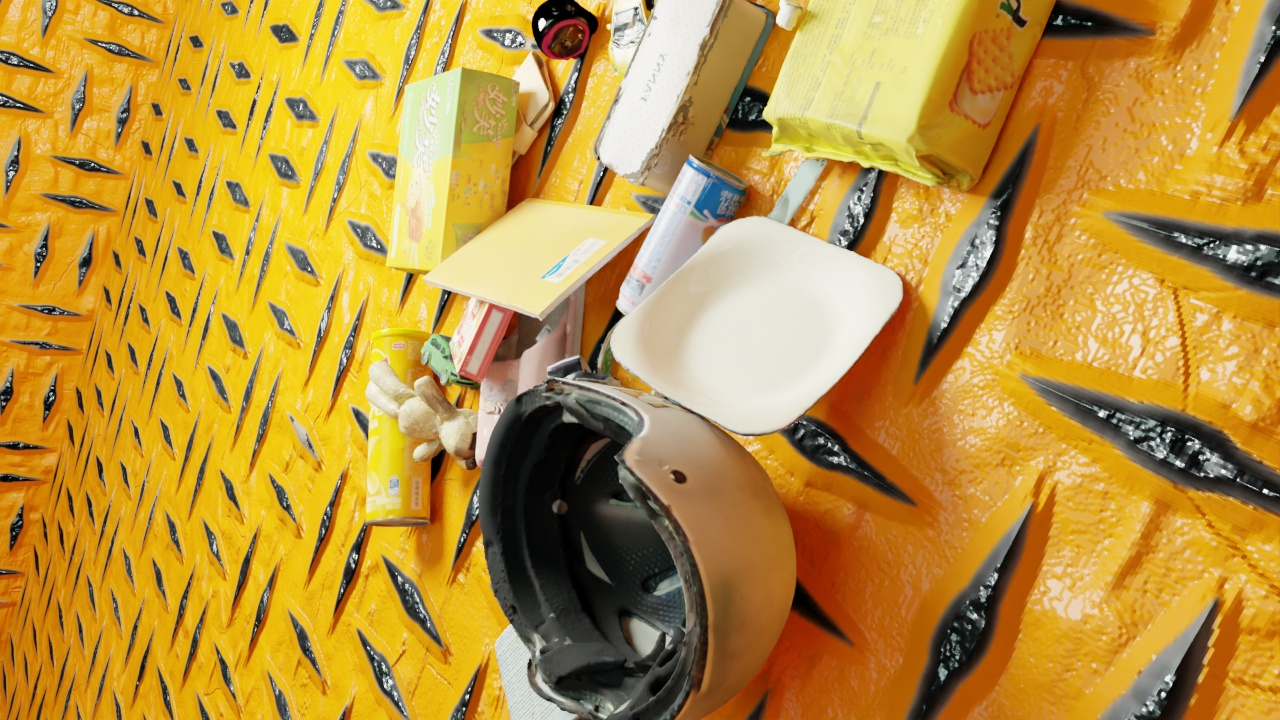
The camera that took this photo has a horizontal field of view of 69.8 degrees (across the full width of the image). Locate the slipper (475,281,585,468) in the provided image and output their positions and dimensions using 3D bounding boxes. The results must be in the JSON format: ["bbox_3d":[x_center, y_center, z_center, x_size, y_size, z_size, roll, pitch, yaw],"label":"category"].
[{"bbox_3d":[-0.108,0.013,0.860,0.114,0.054,0.274,4,83,49],"label":"slipper"}]

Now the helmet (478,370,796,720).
[{"bbox_3d":[0.006,0.124,0.631,0.274,0.156,0.230,16,104,60],"label":"helmet"}]

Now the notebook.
[{"bbox_3d":[-0.098,-0.101,0.841,0.145,0.010,0.206,-43,35,-24],"label":"notebook"}]

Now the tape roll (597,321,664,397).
[{"bbox_3d":[-0.005,0.005,0.777,0.086,0.013,0.085,-14,71,46],"label":"tape roll"}]

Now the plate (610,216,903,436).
[{"bbox_3d":[0.079,-0.021,0.628,0.164,0.034,0.164,-43,49,-18],"label":"plate"}]

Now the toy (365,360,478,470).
[{"bbox_3d":[-0.221,0.052,0.942,0.157,0.066,0.105,28,120,20],"label":"toy"}]

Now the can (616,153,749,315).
[{"bbox_3d":[0.032,-0.091,0.728,0.053,0.053,0.135,47,116,43],"label":"can"}]

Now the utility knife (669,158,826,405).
[{"bbox_3d":[0.076,-0.058,0.697,0.034,0.018,0.219,41,112,26],"label":"utility knife"}]

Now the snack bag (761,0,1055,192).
[{"bbox_3d":[0.178,-0.232,0.585,0.158,0.068,0.247,32,104,47],"label":"snack bag"}]

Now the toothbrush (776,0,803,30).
[{"bbox_3d":[0.095,-0.277,0.679,0.179,0.016,0.016,-96,23,-54],"label":"toothbrush"}]

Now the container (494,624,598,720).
[{"bbox_3d":[-0.053,0.248,0.723,0.090,0.090,0.111,-51,45,27],"label":"container"}]

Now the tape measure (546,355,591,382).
[{"bbox_3d":[-0.055,0.031,0.787,0.033,0.066,0.066,-20,59,4],"label":"tape measure"}]

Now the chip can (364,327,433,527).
[{"bbox_3d":[-0.263,0.074,1.011,0.072,0.072,0.213,-18,69,45],"label":"chip can"}]

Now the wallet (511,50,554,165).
[{"bbox_3d":[-0.132,-0.257,0.973,0.115,0.024,0.087,-42,55,34],"label":"wallet"}]

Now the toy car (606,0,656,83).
[{"bbox_3d":[0.004,-0.323,0.821,0.071,0.041,0.156,8,89,49],"label":"toy car"}]

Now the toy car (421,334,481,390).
[{"bbox_3d":[-0.200,0.002,0.975,0.091,0.043,0.036,41,111,45],"label":"toy car"}]

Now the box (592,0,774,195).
[{"bbox_3d":[0.035,-0.229,0.753,0.090,0.062,0.184,45,113,43],"label":"box"}]

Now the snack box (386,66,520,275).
[{"bbox_3d":[-0.204,-0.194,0.983,0.158,0.070,0.210,12,96,54],"label":"snack box"}]

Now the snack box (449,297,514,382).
[{"bbox_3d":[-0.156,-0.031,0.889,0.075,0.025,0.153,-65,17,4],"label":"snack box"}]

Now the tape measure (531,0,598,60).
[{"bbox_3d":[-0.077,-0.324,0.900,0.058,0.057,0.039,-36,57,28],"label":"tape measure"}]
